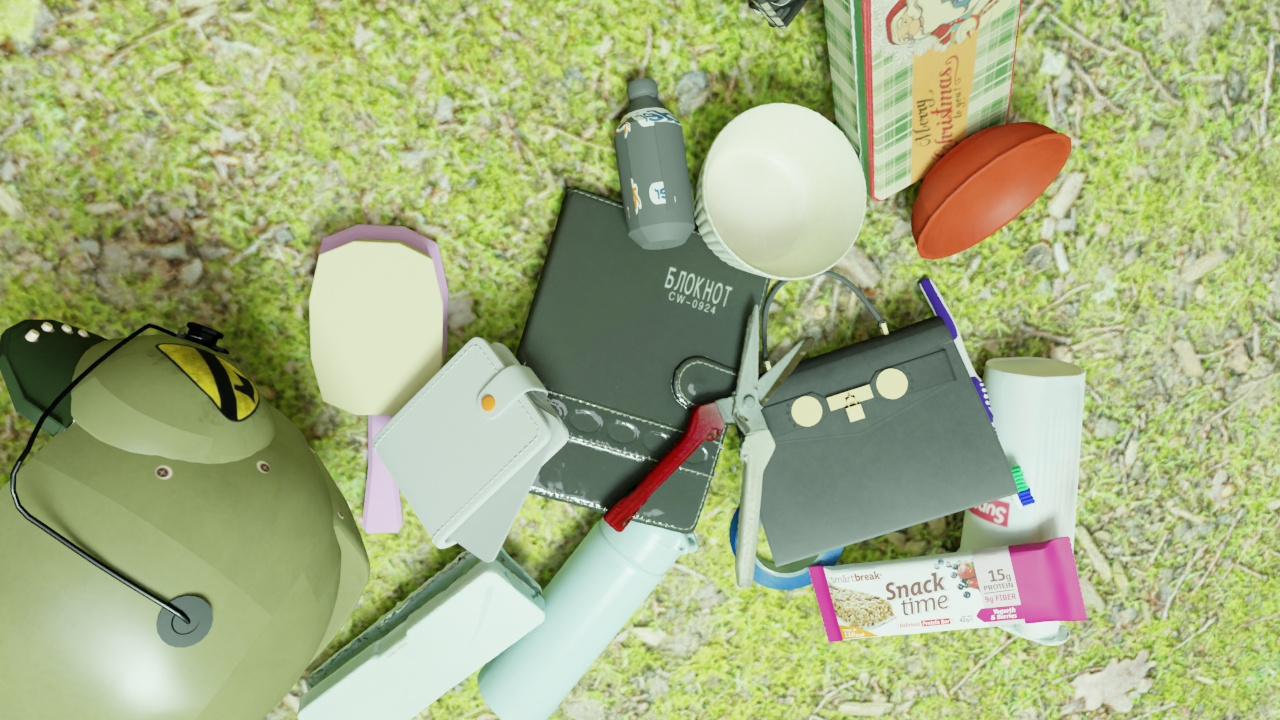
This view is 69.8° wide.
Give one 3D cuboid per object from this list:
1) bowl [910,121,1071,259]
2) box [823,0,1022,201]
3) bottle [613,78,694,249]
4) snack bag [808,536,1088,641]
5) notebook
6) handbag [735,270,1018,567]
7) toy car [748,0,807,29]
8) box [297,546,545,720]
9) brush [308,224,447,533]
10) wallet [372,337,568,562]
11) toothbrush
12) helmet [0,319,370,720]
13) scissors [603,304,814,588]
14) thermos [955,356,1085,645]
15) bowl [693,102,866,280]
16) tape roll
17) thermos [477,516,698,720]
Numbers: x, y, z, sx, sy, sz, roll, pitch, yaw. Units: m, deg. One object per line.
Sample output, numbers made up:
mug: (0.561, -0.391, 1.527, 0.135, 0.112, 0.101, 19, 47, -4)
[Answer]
bowl: (0.237, -0.124, 0.643, 0.122, 0.122, 0.035, -30, 67, 0)
box: (0.177, -0.197, 0.569, 0.117, 0.050, 0.206, -27, 148, -1)
bottle: (0.008, -0.131, 0.609, 0.047, 0.047, 0.112, -8, 86, -8)
snack bag: (0.234, 0.181, 0.713, 0.197, 0.016, 0.070, -12, 100, 22)
notebook: (-0.004, 0.004, 0.639, 0.169, 0.029, 0.209, 18, 88, -15)
handbag: (0.151, 0.026, 0.679, 0.176, 0.072, 0.195, -18, 89, 5)
toy car: (0.080, -0.250, 0.581, 0.040, 0.037, 0.092, -53, 142, 7)
box: (-0.162, 0.219, 0.687, 0.199, 0.067, 0.083, -40, 90, 11)
brush: (-0.180, 0.023, 0.634, 0.089, 0.043, 0.229, 1, 108, -11)
wallet: (-0.101, 0.061, 0.584, 0.118, 0.037, 0.115, -43, 69, 12)
toothbrush: (0.252, 0.023, 0.690, 0.016, 0.015, 0.186, -23, 84, 21)
helmet: (-0.280, 0.109, 0.520, 0.233, 0.255, 0.250, 41, 98, -17)
scissors: (0.060, 0.069, 0.638, 0.198, 0.015, 0.179, -26, 99, -16)
thermos: (0.303, 0.110, 0.736, 0.099, 0.099, 0.220, -2, 103, -10)
bowl: (0.086, -0.107, 0.619, 0.115, 0.062, 0.115, 1, 87, -16)
tape roll: (0.119, 0.142, 0.745, 0.093, 0.016, 0.091, -6, 109, -8)
thermos: (-0.041, 0.185, 0.703, 0.078, 0.065, 0.207, 41, 99, 22)
